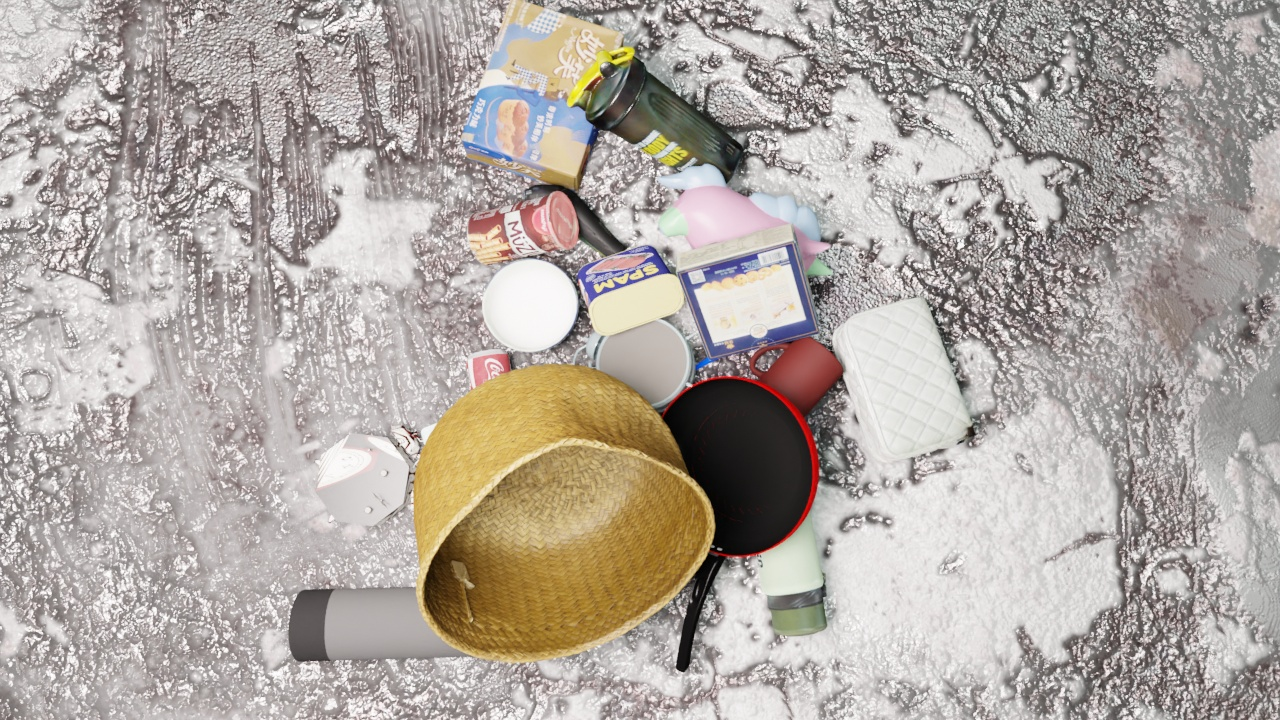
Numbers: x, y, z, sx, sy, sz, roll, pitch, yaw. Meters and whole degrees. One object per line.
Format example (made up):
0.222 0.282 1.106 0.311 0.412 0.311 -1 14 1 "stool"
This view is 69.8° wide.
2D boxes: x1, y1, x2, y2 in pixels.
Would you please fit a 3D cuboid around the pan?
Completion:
0.095 0.195 1.086 0.209 0.067 0.356 16 99 30 "pan"

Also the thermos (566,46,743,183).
0.025 -0.297 1.139 0.220 0.098 0.098 28 81 -27 "thermos"

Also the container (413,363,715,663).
-0.100 0.158 1.004 0.306 0.196 0.308 -10 124 -16 "container"

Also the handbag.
0.328 0.025 1.156 0.138 0.072 0.194 -15 83 -13 "handbag"

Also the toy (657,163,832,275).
0.126 -0.165 1.148 0.171 0.120 0.222 -33 101 8 "toy"

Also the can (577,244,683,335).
-0.016 -0.090 1.139 0.116 0.092 0.057 -19 126 -5 "can"

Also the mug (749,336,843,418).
0.189 0.013 1.156 0.082 0.073 0.106 -47 58 -8 "mug"

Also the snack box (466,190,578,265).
-0.146 -0.162 1.135 0.121 0.072 0.072 -8 82 24 "snack box"

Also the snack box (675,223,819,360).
0.131 -0.080 1.111 0.144 0.145 0.042 -14 38 13 "snack box"

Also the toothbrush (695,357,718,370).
0.113 -0.017 1.177 0.182 0.018 0.016 -30 60 -6 "toothbrush"

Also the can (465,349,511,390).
-0.183 0.038 1.140 0.054 0.054 0.096 -10 83 -4 "can"

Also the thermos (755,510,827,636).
0.179 0.217 1.121 0.082 0.082 0.231 -9 82 -4 "thermos"

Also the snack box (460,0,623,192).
-0.123 -0.340 1.185 0.155 0.069 0.202 18 82 -1 "snack box"

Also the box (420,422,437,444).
-0.149 0.083 1.095 0.197 0.135 0.040 -21 56 -5 "box"

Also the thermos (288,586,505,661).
-0.281 0.310 1.084 0.240 0.082 0.082 -1 82 -3 "thermos"

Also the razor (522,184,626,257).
-0.086 -0.174 1.180 0.151 0.053 0.067 39 109 -5 "razor"

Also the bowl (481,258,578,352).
-0.136 -0.064 1.151 0.118 0.062 0.118 0 82 -3 "bowl"

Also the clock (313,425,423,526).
-0.315 0.139 1.114 0.154 0.065 0.114 -15 83 -4 "clock"

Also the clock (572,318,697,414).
-0.007 0.007 1.147 0.159 0.045 0.122 -3 77 8 "clock"
